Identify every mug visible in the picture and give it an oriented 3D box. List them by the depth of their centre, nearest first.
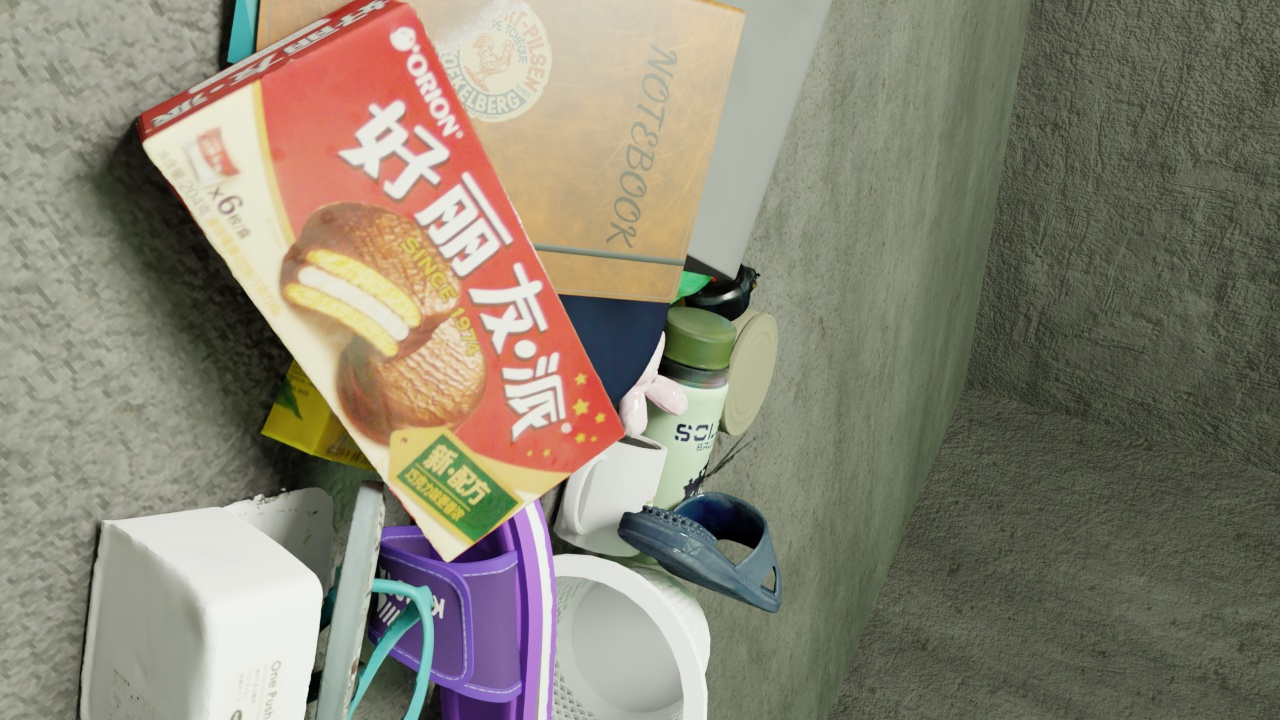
[{"bbox_3d":[-0.031,0.106,0.749,0.105,0.073,0.089,7,100,-65],"label":"mug"}]

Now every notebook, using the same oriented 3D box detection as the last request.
[{"bbox_3d":[-0.074,-0.107,0.447,0.248,0.014,0.179,3,111,-30],"label":"notebook"}]

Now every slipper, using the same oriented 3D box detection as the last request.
[{"bbox_3d":[-0.147,0.175,0.492,0.098,0.054,0.269,-111,-145,-59],"label":"slipper"},{"bbox_3d":[-0.118,0.174,0.566,0.083,0.107,0.267,-21,118,-45],"label":"slipper"},{"bbox_3d":[0.066,0.151,0.772,0.082,0.101,0.263,-65,150,-13],"label":"slipper"}]

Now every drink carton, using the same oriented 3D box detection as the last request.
[{"bbox_3d":[-0.141,-0.013,0.486,0.058,0.043,0.134,37,72,-63],"label":"drink carton"}]

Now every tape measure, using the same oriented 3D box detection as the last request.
[{"bbox_3d":[0.068,-0.066,0.849,0.072,0.071,0.042,-46,148,-34],"label":"tape measure"}]

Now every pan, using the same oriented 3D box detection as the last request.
[{"bbox_3d":[-0.057,0.023,0.643,0.198,0.021,0.356,21,83,-53],"label":"pan"}]

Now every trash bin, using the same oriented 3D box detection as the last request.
[{"bbox_3d":[0.012,-0.186,0.566,0.191,0.098,0.220,21,88,-43],"label":"trash bin"},{"bbox_3d":[-0.026,0.246,0.742,0.199,0.195,0.195,20,88,-74],"label":"trash bin"}]

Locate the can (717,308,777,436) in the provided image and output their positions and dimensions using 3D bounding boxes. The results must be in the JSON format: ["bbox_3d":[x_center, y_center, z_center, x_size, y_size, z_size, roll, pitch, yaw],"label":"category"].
[{"bbox_3d":[0.078,0.005,0.907,0.127,0.073,0.128,-43,142,-47],"label":"can"}]

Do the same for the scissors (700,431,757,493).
[{"bbox_3d":[0.051,0.138,0.941,0.161,0.012,0.159,-23,152,-37],"label":"scissors"}]

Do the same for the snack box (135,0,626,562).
[{"bbox_3d":[-0.103,-0.028,0.418,0.113,0.060,0.236,-34,125,-14],"label":"snack box"}]

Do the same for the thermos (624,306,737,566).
[{"bbox_3d":[0.029,0.066,0.829,0.082,0.082,0.232,-24,130,-58],"label":"thermos"}]

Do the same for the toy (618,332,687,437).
[{"bbox_3d":[-0.004,0.004,0.751,0.063,0.047,0.110,-23,98,-21],"label":"toy"}]

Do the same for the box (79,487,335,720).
[{"bbox_3d":[-0.182,0.124,0.442,0.136,0.128,0.108,1,106,-54],"label":"box"}]

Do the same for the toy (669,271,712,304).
[{"bbox_3d":[0.045,-0.123,0.776,0.193,0.072,0.130,-64,153,3],"label":"toy"}]

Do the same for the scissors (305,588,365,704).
[{"bbox_3d":[-0.200,0.174,0.514,0.124,0.019,0.156,-67,155,-14],"label":"scissors"}]
